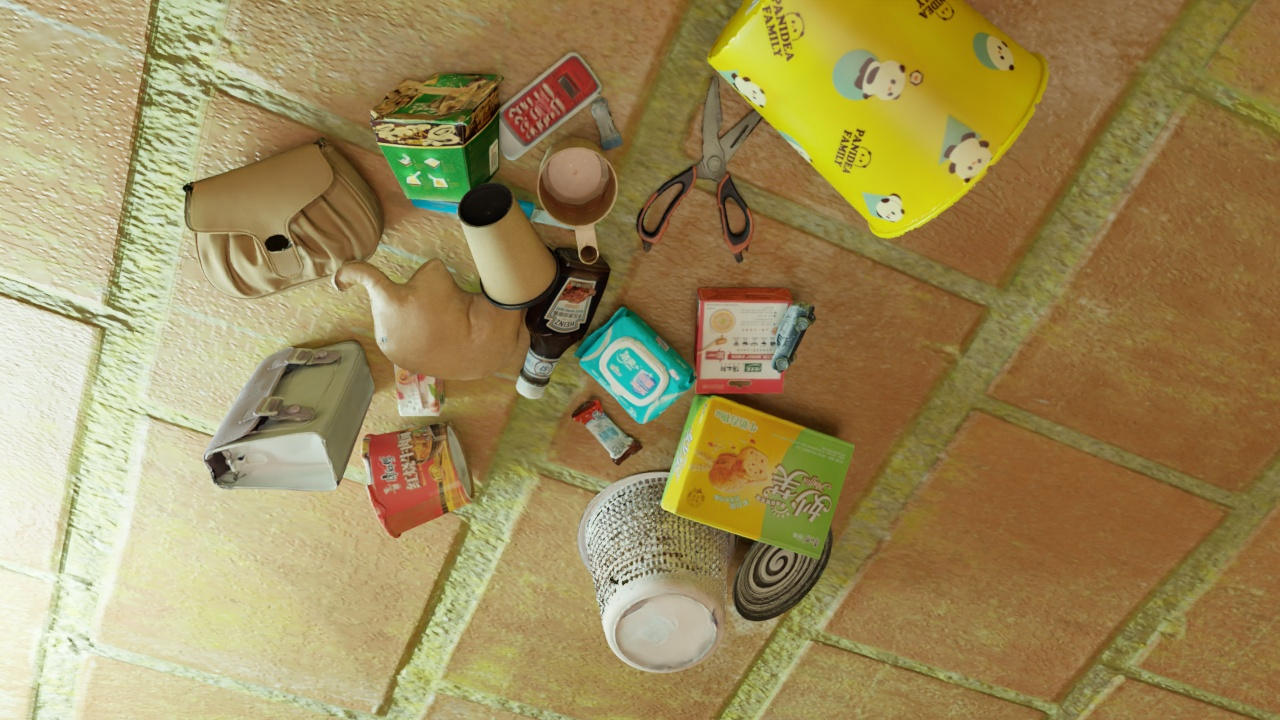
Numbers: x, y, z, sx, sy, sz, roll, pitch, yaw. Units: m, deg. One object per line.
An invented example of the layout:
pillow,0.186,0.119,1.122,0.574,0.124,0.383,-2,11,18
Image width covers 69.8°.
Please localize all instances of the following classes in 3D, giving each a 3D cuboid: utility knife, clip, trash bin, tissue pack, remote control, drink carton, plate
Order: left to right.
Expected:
drink carton,-0.276,0.008,1.135,0.053,0.045,0.123,0,117,-1
utility knife,-0.160,-0.176,1.058,0.214,0.018,0.034,9,116,-8
remote control,-0.108,-0.277,1.004,0.136,0.020,0.056,-33,115,14
clip,-0.038,-0.261,1.016,0.025,0.032,0.057,-14,121,7
tissue pack,-0.007,0.007,1.124,0.133,0.050,0.093,44,110,1
trash bin,0.027,0.292,1.215,0.227,0.191,0.228,-1,118,-2
plate,0.195,0.284,1.278,0.179,0.024,0.180,-16,123,-27
trash bin,0.220,-0.288,0.905,0.255,0.229,0.230,36,111,-13

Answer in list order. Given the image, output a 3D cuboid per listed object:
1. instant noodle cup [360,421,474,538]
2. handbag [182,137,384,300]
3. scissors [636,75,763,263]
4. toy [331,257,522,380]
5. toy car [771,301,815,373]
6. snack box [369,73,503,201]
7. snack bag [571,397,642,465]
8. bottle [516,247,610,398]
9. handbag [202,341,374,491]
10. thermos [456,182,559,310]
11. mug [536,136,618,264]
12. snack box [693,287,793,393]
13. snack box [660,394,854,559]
instant noodle cup,-0.278,0.144,1.166,0.108,0.137,0.138,-17,117,-3
handbag,-0.395,-0.150,1.016,0.204,0.099,0.148,-18,120,3
scissors,0.077,-0.207,1.052,0.189,0.015,0.227,-15,116,6
toy,-0.242,-0.047,1.054,0.225,0.082,0.143,9,96,-32
toy car,0.178,-0.028,1.087,0.034,0.042,0.091,26,111,13
snack box,-0.205,-0.232,0.972,0.118,0.118,0.106,6,131,16
snack bag,-0.044,0.094,1.199,0.045,0.026,0.105,-38,114,7
bottle,-0.103,-0.041,1.108,0.079,0.044,0.195,6,121,-35
handbag,-0.407,0.063,1.075,0.145,0.196,0.098,-9,120,2
thermos,-0.145,-0.122,0.990,0.093,0.093,0.143,-13,146,5
mug,-0.067,-0.179,1.004,0.084,0.103,0.125,-10,112,-2
snack box,0.124,-0.024,1.133,0.113,0.044,0.127,0,117,-3
snack box,0.150,0.147,1.174,0.210,0.070,0.157,19,85,-11
